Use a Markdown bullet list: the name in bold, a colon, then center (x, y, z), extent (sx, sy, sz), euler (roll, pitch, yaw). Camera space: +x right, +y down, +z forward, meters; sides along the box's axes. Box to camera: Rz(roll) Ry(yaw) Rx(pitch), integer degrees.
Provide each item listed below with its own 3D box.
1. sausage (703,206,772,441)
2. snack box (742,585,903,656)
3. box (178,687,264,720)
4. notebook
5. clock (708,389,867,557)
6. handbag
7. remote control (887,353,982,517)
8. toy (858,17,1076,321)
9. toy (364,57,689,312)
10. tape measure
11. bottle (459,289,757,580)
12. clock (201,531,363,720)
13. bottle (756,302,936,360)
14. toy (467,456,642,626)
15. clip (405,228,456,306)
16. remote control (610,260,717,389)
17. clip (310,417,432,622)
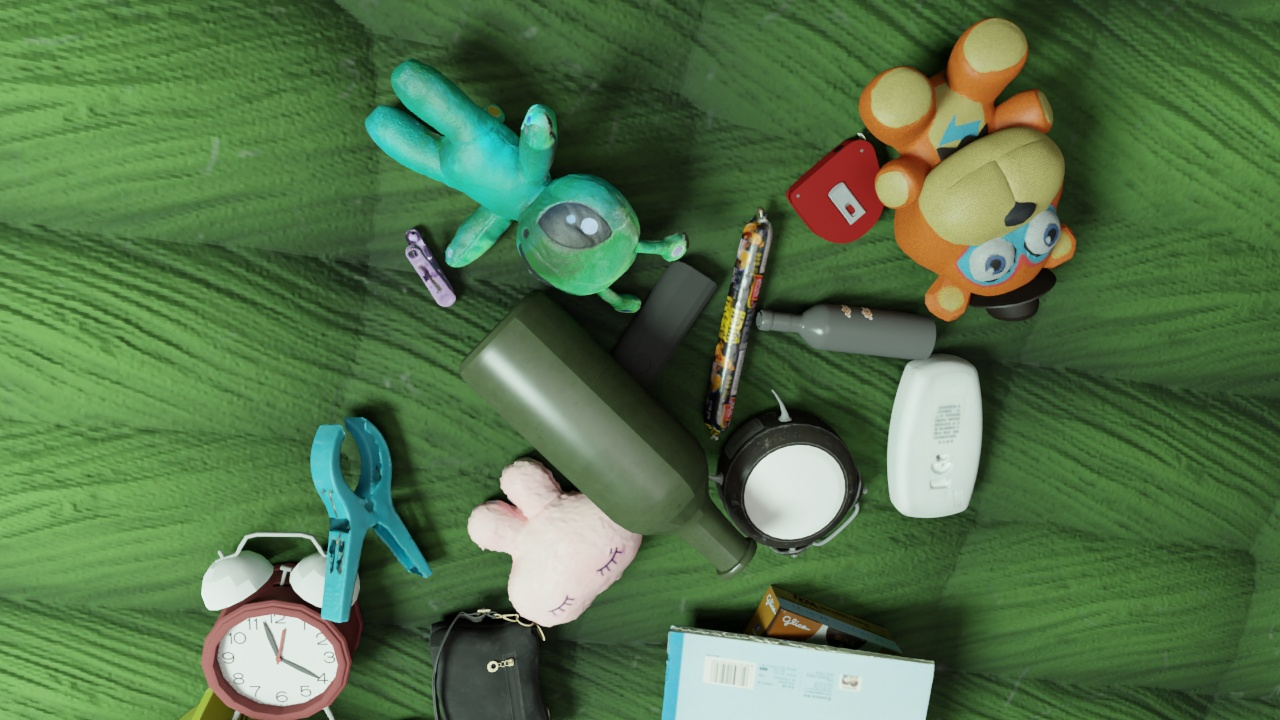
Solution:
- **sausage**: center (0.061, -0.021, 0.584), extent (0.020, 0.020, 0.155), euler (8, 106, -10)
- **snack box**: center (0.100, 0.266, 0.675), extent (0.101, 0.031, 0.186), euler (23, 103, -14)
- **box**: center (-0.241, 0.334, 0.609), extent (0.080, 0.124, 0.221), euler (-37, 106, 5)
- **notebook**: center (0.098, 0.315, 0.651), extent (0.181, 0.009, 0.253), euler (7, 102, 5)
- **clock**: center (0.101, 0.084, 0.611), extent (0.091, 0.043, 0.123), euler (-44, 107, 8)
- **handbag**: center (-0.100, 0.228, 0.629), extent (0.079, 0.054, 0.128), euler (-9, 106, -8)
- **remote control**: center (0.199, 0.052, 0.620), extent (0.060, 0.028, 0.114), euler (-5, 108, -5)
- **toy**: center (0.197, -0.103, 0.544), extent (0.112, 0.096, 0.176), euler (-29, 120, -1)
- **toy**: center (-0.063, -0.096, 0.523), extent (0.193, 0.072, 0.131), euler (36, 139, -13)
- **tape measure**: center (0.127, -0.102, 0.567), extent (0.059, 0.019, 0.051), euler (-41, 108, 6)
- **bottle**: center (-0.012, 0.052, 0.551), extent (0.207, 0.071, 0.071), euler (44, 98, -8)
- **clock**: center (-0.232, 0.173, 0.596), extent (0.096, 0.048, 0.138), euler (2, 109, -8)
- **bottle**: center (0.130, -0.020, 0.588), extent (0.113, 0.030, 0.030), euler (6, 107, -9)
- **toy**: center (-0.059, 0.115, 0.601), extent (0.105, 0.053, 0.108), euler (39, 101, -2)
- **clip**: center (-0.129, -0.059, 0.553), extent (0.014, 0.045, 0.051), euler (-26, 151, 2)
- **remote control**: center (-0.003, 0.003, 0.587), extent (0.033, 0.015, 0.147), euler (31, 102, -15)
- **clip**: center (-0.181, 0.097, 0.566), extent (0.027, 0.103, 0.120), euler (-1, 100, 34)
